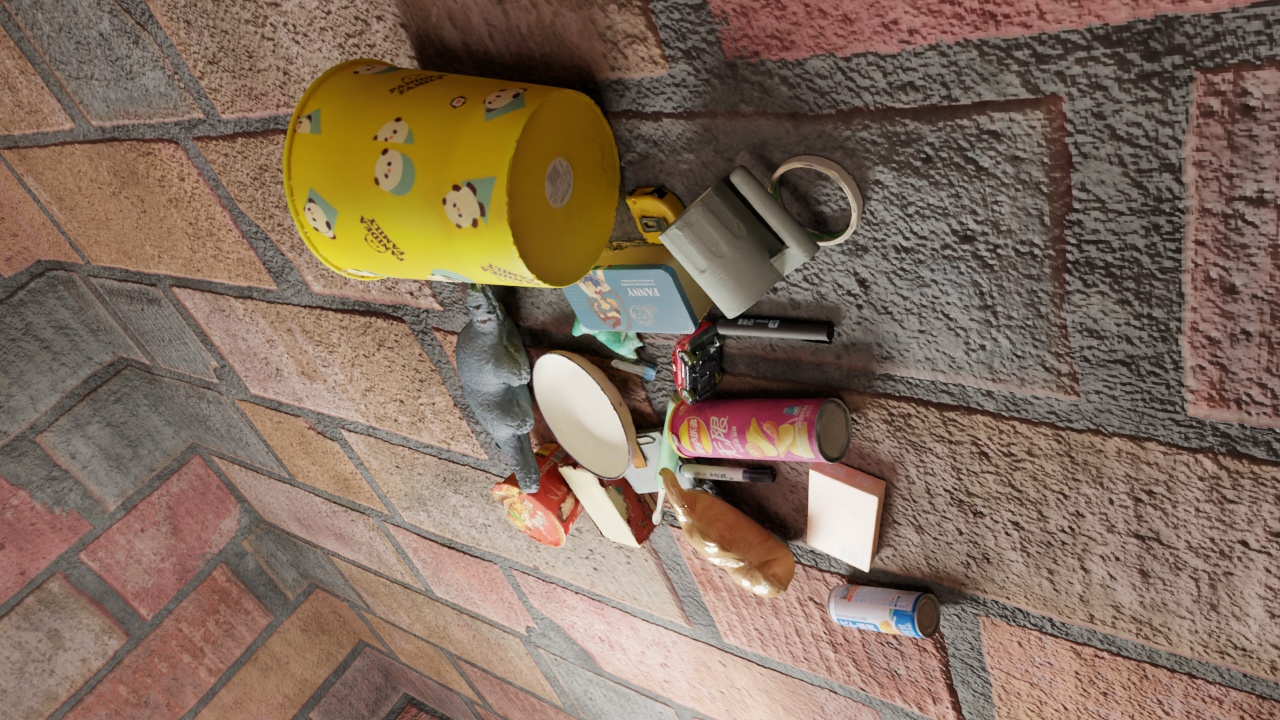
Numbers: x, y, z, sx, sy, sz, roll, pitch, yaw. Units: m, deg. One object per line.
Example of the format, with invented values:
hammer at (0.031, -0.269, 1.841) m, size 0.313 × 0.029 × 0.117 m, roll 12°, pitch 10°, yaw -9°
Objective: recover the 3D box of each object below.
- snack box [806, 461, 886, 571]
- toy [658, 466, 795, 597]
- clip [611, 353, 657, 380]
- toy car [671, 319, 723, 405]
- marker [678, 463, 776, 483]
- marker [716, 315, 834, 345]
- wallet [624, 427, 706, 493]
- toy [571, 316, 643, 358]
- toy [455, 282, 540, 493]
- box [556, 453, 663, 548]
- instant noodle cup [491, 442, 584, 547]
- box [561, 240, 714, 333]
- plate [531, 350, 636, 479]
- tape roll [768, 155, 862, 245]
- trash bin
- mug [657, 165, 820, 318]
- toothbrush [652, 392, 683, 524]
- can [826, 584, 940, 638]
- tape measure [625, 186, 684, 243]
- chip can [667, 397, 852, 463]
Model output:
snack box at (0.239, 0.182, 1.079) m, size 0.084 × 0.026 × 0.157 m, roll 22°, pitch 142°, yaw 26°
toy at (0.102, 0.218, 1.183) m, size 0.226 × 0.082 × 0.143 m, roll 38°, pitch 176°, yaw -5°
clip at (-0.006, 0.005, 1.128) m, size 0.057 × 0.029 × 0.025 m, roll 22°, pitch 146°, yaw 9°
toy car at (0.060, 0.001, 1.021) m, size 0.045 × 0.052 × 0.121 m, roll 45°, pitch 156°, yaw 28°
marker at (0.108, 0.140, 1.152) m, size 0.131 × 0.018 × 0.022 m, roll 1°, pitch 103°, yaw 31°
marker at (0.137, -0.032, 0.939) m, size 0.132 × 0.020 × 0.022 m, roll 6°, pitch 125°, yaw 39°
wallet at (0.013, 0.136, 1.241) m, size 0.130 × 0.036 × 0.106 m, roll -15°, pitch 118°, yaw 49°
toy at (-0.033, -0.038, 1.093) m, size 0.092 × 0.030 × 0.097 m, roll 34°, pitch 139°, yaw 1°
toy at (-0.195, 0.021, 1.247) m, size 0.138 × 0.091 × 0.357 m, roll 47°, pitch 152°, yaw 47°
box at (-0.047, 0.200, 1.339) m, size 0.091 × 0.076 × 0.168 m, roll 2°, pitch 131°, yaw 45°
instant noodle cup at (-0.138, 0.200, 1.399) m, size 0.138 × 0.108 × 0.138 m, roll 27°, pitch 145°, yaw 21°
box at (-0.001, -0.079, 0.986) m, size 0.185 × 0.059 × 0.090 m, roll 4°, pitch 133°, yaw 45°
plate at (-0.068, 0.067, 1.214) m, size 0.192 × 0.038 × 0.193 m, roll 34°, pitch 141°, yaw 32°
tape roll at (0.152, -0.139, 0.803) m, size 0.086 × 0.013 × 0.086 m, roll 26°, pitch 144°, yaw 21°
trash bin at (-0.176, -0.177, 0.909) m, size 0.256 × 0.228 × 0.230 m, roll 12°, pitch 138°, yaw 29°
mug at (0.090, -0.111, 0.840) m, size 0.103 × 0.083 × 0.124 m, roll 47°, pitch 141°, yaw -6°
toothbrush at (0.035, 0.133, 1.179) m, size 0.026 × 0.027 × 0.225 m, roll 21°, pitch 129°, yaw 15°
can at (0.301, 0.311, 1.144) m, size 0.135 × 0.053 × 0.053 m, roll -8°, pitch 124°, yaw 49°
tape measure at (0.017, -0.143, 0.919) m, size 0.057 × 0.028 × 0.060 m, roll 6°, pitch 134°, yaw 40°
chip can at (0.129, 0.076, 1.026) m, size 0.211 × 0.071 × 0.071 m, roll -4°, pitch 127°, yaw 46°
